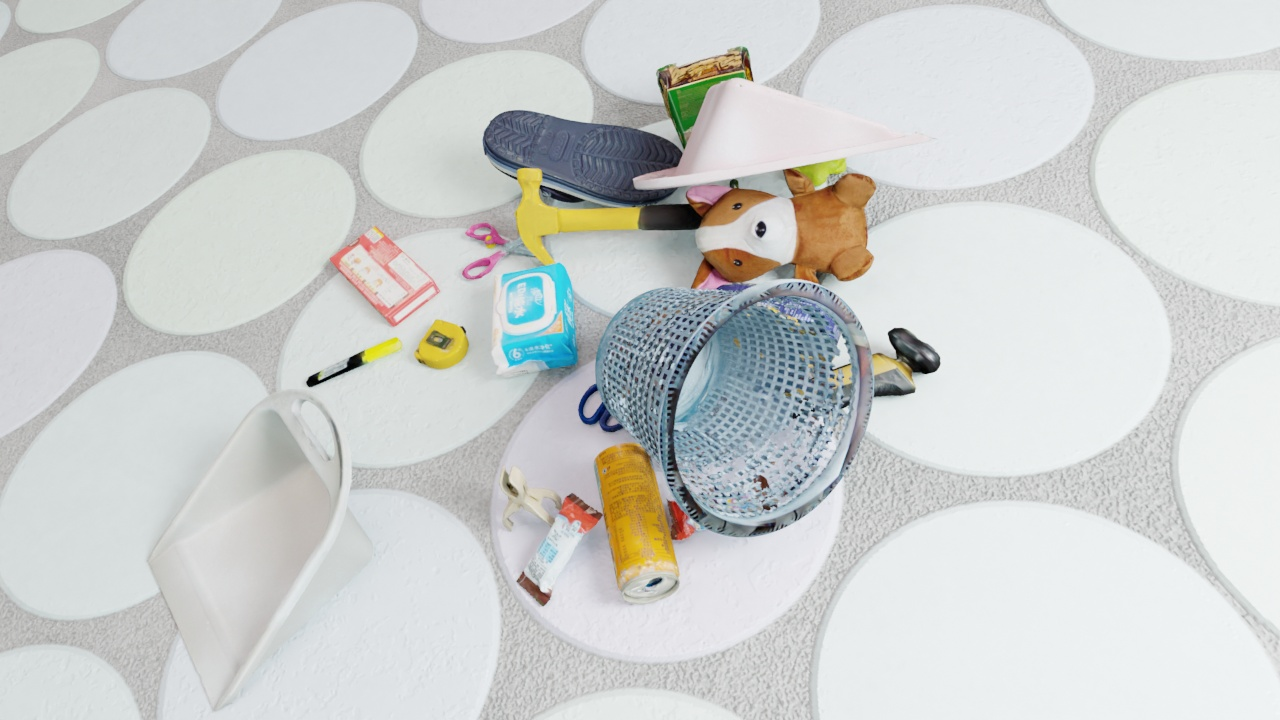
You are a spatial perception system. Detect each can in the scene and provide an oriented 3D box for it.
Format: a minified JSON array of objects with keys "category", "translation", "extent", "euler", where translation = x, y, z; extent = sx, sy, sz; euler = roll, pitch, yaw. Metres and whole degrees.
[{"category":"can","translation":[0.136,-0.037,0.958],"extent":[0.148,0.075,0.049],"euler":[10,54,24]},{"category":"can","translation":[-0.005,0.151,0.867],"extent":[0.058,0.058,0.145],"euler":[-16,52,3]}]

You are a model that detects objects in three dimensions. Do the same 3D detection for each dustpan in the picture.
[{"category":"dustpan","translation":[0.140,-0.215,1.002],"extent":[0.273,0.222,0.139],"euler":[17,102,-5]},{"category":"dustpan","translation":[-0.385,0.160,0.913],"extent":[0.257,0.143,0.223],"euler":[-37,54,-15]}]

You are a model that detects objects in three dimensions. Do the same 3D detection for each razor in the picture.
[{"category":"razor","translation":[0.211,0.017,0.913],"extent":[0.167,0.062,0.067],"euler":[-19,84,7]}]

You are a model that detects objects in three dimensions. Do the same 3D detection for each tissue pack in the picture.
[{"category":"tissue pack","translation":[-0.121,-0.046,1.040],"extent":[0.090,0.063,0.139],"euler":[-11,52,7]}]

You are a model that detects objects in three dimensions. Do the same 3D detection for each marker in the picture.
[{"category":"marker","translation":[-0.342,0.003,1.096],"extent":[0.124,0.015,0.018],"euler":[-24,51,1]}]

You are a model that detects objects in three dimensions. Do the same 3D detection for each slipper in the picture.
[{"category":"slipper","translation":[-0.073,-0.238,1.147],"extent":[0.253,0.095,0.105],"euler":[12,71,-2]}]

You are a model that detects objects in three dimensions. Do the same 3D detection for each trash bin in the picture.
[{"category":"trash bin","translation":[0.066,0.020,0.848],"extent":[0.226,0.226,0.195],"euler":[-40,31,-15]}]

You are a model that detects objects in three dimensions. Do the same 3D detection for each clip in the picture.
[{"category":"clip","translation":[-0.102,0.136,0.891],"extent":[0.096,0.101,0.035],"euler":[16,55,-6]}]

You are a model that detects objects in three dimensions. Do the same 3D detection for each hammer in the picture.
[{"category":"hammer","translation":[0.001,-0.165,1.073],"extent":[0.301,0.129,0.032],"euler":[-1,12,8]}]

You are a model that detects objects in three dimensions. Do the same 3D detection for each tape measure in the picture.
[{"category":"tape measure","translation":[-0.231,-0.019,1.072],"extent":[0.057,0.029,0.059],"euler":[16,60,24]}]

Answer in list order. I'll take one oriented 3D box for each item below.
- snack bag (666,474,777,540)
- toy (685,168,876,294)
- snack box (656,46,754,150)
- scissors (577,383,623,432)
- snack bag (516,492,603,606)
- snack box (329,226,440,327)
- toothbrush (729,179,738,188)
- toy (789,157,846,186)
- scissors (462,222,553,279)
[{"category":"snack bag","translation":[0.076,0.141,0.873],"extent":[0.105,0.026,0.045],"euler":[-15,49,1]},{"category":"toy","translation":[0.149,-0.135,0.984],"extent":[0.199,0.130,0.140],"euler":[0,92,6]},{"category":"snack box","translation":[0.092,-0.301,1.139],"extent":[0.118,0.117,0.105],"euler":[-13,57,9]},{"category":"scissors","translation":[-0.016,0.003,1.009],"extent":[0.106,0.012,0.174],"euler":[-1,53,14]},{"category":"snack bag","translation":[-0.079,0.179,0.873],"extent":[0.048,0.026,0.104],"euler":[32,96,35]},{"category":"snack box","translation":[-0.326,-0.109,1.165],"extent":[0.075,0.025,0.153],"euler":[-41,55,-14]},{"category":"toothbrush","translation":[0.111,-0.149,1.081],"extent":[0.012,0.017,0.185],"euler":[-10,52,17]},{"category":"toy","translation":[0.210,-0.258,1.126],"extent":[0.096,0.031,0.100],"euler":[-32,57,-13]},{"category":"scissors","translation":[-0.171,-0.137,1.152],"extent":[0.133,0.017,0.124],"euler":[17,59,21]}]
